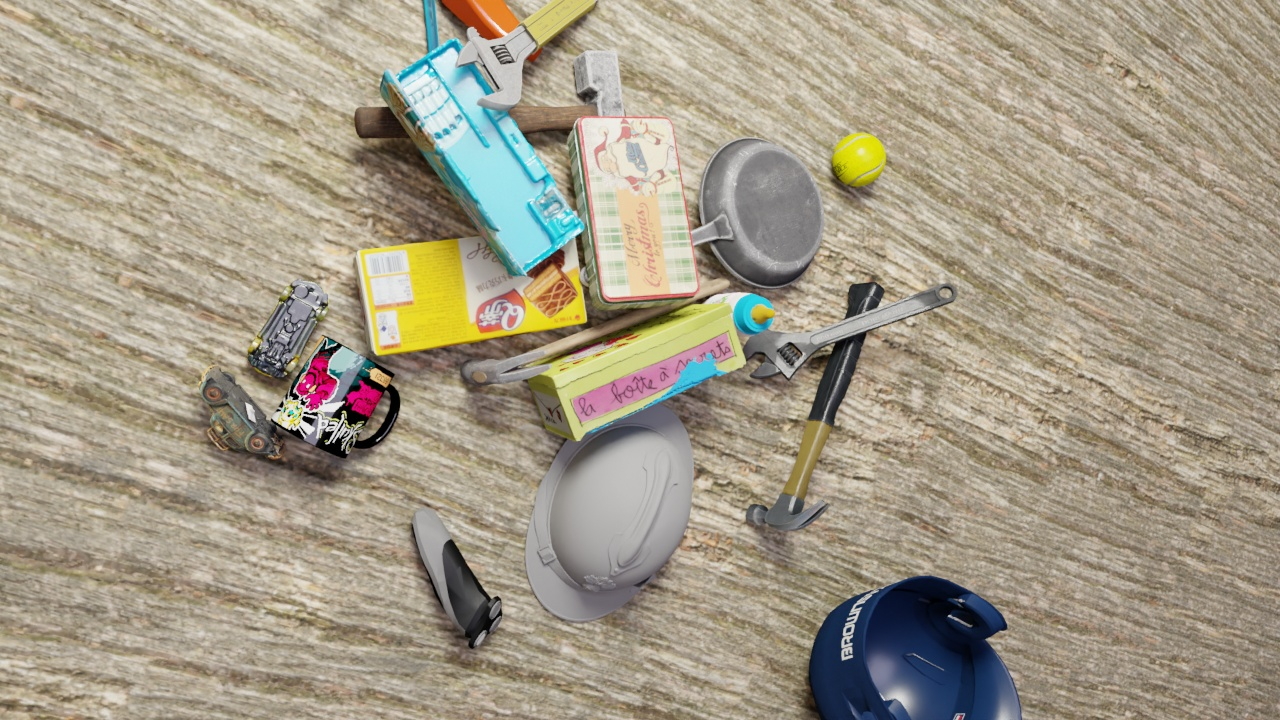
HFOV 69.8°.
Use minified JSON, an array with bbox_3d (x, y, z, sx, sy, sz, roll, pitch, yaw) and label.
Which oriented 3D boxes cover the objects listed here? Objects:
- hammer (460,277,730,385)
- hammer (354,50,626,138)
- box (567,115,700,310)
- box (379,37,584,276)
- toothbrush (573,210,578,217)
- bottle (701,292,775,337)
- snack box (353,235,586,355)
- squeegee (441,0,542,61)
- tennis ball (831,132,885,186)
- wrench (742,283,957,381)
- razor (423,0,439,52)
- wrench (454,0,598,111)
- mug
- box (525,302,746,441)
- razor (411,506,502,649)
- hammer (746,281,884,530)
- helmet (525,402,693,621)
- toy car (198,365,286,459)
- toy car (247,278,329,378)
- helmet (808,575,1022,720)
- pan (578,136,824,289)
[{"bbox_3d":[-0.034,-0.035,1.030,0.330,0.119,0.031,-20,101,-28],"label":"hammer"},{"bbox_3d":[-0.147,-0.219,0.983,0.300,0.037,0.218,-9,96,-28],"label":"hammer"},{"bbox_3d":[-0.007,-0.159,0.982,0.117,0.049,0.205,-5,83,-18],"label":"box"},{"bbox_3d":[-0.146,-0.195,0.884,0.098,0.121,0.227,-37,105,-8],"label":"box"},{"bbox_3d":[-0.053,-0.164,1.005,0.154,0.015,0.022,-15,62,-26],"label":"toothbrush"},{"bbox_3d":[0.114,-0.052,1.049,0.051,0.146,0.051,-1,92,-21],"label":"bottle"},{"bbox_3d":[-0.180,-0.075,0.980,0.230,0.062,0.110,-10,95,-21],"label":"snack box"},{"bbox_3d":[-0.179,-0.385,0.967,0.185,0.055,0.249,42,63,-6],"label":"squeegee"},{"bbox_3d":[0.274,-0.251,1.149,0.065,0.065,0.065,-1,92,-21],"label":"tennis ball"},{"bbox_3d":[0.252,-0.039,1.116,0.273,0.018,0.073,-20,71,3],"label":"wrench"},{"bbox_3d":[-0.219,-0.324,0.980,0.042,0.022,0.144,-7,90,-30],"label":"razor"},{"bbox_3d":[-0.106,-0.339,0.956,0.083,0.018,0.272,48,46,-13],"label":"wrench"},{"bbox_3d":[-0.299,0.044,0.935,0.118,0.082,0.098,38,77,-46],"label":"mug"},{"bbox_3d":[-0.006,0.006,1.020,0.220,0.124,0.081,-25,102,-17],"label":"box"},{"bbox_3d":[-0.202,0.230,0.987,0.156,0.060,0.057,54,30,2],"label":"razor"},{"bbox_3d":[0.229,0.053,1.127,0.025,0.118,0.332,30,75,-27],"label":"hammer"},{"bbox_3d":[-0.016,0.176,1.021,0.183,0.118,0.271,27,83,-20],"label":"helmet"},{"bbox_3d":[-0.402,0.060,0.906,0.047,0.047,0.112,-33,108,2],"label":"toy car"},{"bbox_3d":[-0.355,-0.033,0.930,0.049,0.030,0.107,32,83,-18],"label":"toy car"},{"bbox_3d":[0.329,0.403,1.101,0.272,0.224,0.231,43,59,13],"label":"helmet"},{"bbox_3d":[0.085,-0.151,1.063,0.355,0.055,0.187,-24,97,-33],"label":"pan"}]
